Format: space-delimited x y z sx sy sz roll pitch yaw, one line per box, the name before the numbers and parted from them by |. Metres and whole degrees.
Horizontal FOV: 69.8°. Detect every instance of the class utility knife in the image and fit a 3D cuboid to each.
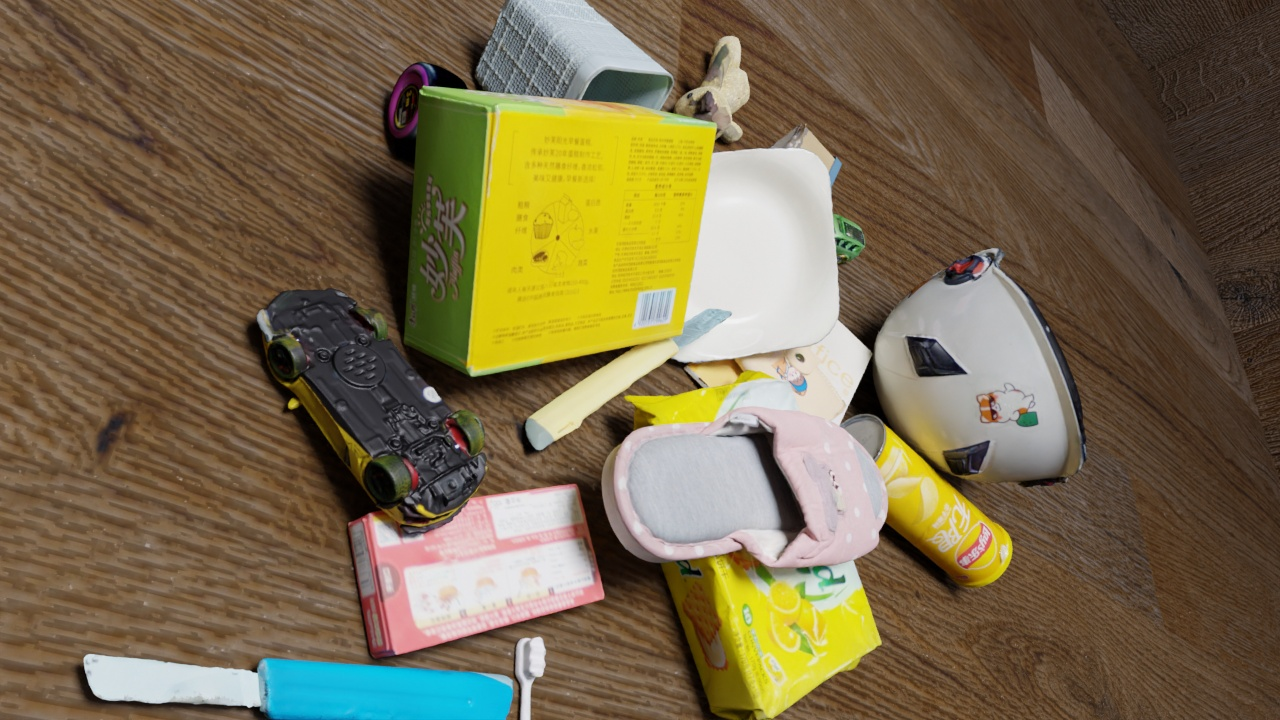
utility knife | -0.153 0.162 0.448 0.218 0.018 0.034 23 56 -39
utility knife | -0.004 0.004 0.659 0.031 0.022 0.215 36 52 25

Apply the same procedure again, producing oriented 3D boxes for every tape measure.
tape measure | -0.139 -0.165 0.608 0.039 0.058 0.057 11 60 -44

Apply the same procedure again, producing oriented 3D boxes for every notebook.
notebook | 0.131 0.001 0.822 0.146 0.010 0.205 44 43 -4

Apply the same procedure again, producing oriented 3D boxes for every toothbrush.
toothbrush | -0.062 0.244 0.504 0.016 0.016 0.179 20 56 -36

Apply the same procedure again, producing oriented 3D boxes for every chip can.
chip can | 0.262 0.135 0.865 0.213 0.072 0.071 38 46 -26

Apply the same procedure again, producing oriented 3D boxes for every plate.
plate | 0.077 -0.085 0.742 0.163 0.034 0.164 -7 98 -11

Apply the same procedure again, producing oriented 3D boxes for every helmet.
helmet | 0.308 0.019 0.885 0.273 0.157 0.230 -50 119 -73

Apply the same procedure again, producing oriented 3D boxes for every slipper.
slipper | 0.090 0.083 0.615 0.273 0.055 0.114 6 66 -41

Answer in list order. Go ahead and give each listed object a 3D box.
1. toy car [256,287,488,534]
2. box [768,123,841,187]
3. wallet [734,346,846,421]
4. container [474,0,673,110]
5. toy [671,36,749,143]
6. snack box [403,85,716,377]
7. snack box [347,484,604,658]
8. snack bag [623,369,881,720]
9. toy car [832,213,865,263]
toy car | -0.148 0.023 0.505 0.156 0.041 0.071 48 38 8
box | 0.123 -0.148 0.851 0.062 0.090 0.183 46 47 -13
wallet | 0.125 0.008 0.786 0.115 0.024 0.087 53 42 8
container | -0.053 -0.209 0.677 0.090 0.090 0.111 -14 57 -48
toy | 0.074 -0.264 0.890 0.156 0.066 0.105 -70 164 -45
snack box | -0.046 -0.087 0.595 0.209 0.070 0.158 -13 118 -49
snack box | -0.090 0.118 0.534 0.152 0.026 0.075 -1 71 -47
snack bag | 0.077 0.130 0.670 0.157 0.068 0.246 -10 79 -46
toy car | 0.201 -0.133 0.970 0.091 0.036 0.043 10 64 -39
